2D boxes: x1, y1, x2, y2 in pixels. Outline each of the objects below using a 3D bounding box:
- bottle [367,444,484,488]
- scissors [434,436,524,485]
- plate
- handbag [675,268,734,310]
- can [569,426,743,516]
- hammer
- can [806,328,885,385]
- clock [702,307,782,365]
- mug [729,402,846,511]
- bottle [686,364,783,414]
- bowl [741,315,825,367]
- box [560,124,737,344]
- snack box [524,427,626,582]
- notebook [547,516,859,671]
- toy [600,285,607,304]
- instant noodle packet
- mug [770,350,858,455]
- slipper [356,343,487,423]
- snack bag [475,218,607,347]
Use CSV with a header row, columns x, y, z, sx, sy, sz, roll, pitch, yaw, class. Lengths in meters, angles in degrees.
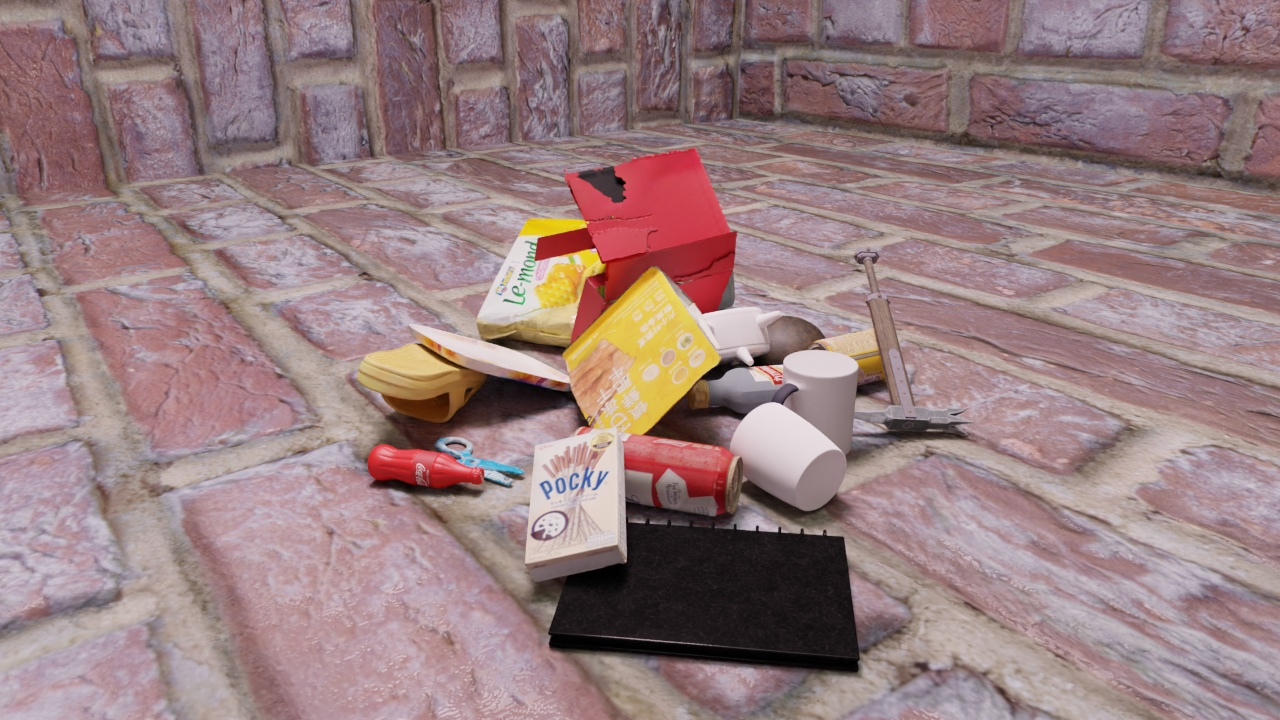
x,y,z,sx,sy,sz,roll,pitch,yaw,class
-0.215,0.109,0.927,0.119,0.036,0.036,6,23,14,bottle
-0.185,0.112,0.957,0.141,0.014,0.090,19,27,37,scissors
-0.184,-0.001,1.138,0.186,0.016,0.187,16,5,-40,plate
0.082,-0.132,1.440,0.067,0.106,0.122,-21,30,-36,handbag
0.011,0.107,0.887,0.170,0.067,0.067,7,23,17,can
0.296,-0.038,1.129,0.147,0.028,0.316,2,45,-1,hammer
0.265,0.000,1.153,0.105,0.068,0.068,-11,24,-24,can
0.100,-0.018,1.168,0.125,0.073,0.161,-9,-6,-20,clock
0.157,0.101,0.907,0.114,0.081,0.088,22,9,-43,mug
0.137,0.035,1.094,0.161,0.046,0.072,-4,22,-9,bottle
0.196,-0.030,1.243,0.121,0.056,0.121,0,22,0,bowl
0.017,-0.141,1.182,0.210,0.316,0.124,-18,29,-32,box
-0.055,0.123,0.807,0.082,0.026,0.149,-15,35,8,snack box
0.055,0.185,0.758,0.231,0.019,0.168,2,23,7,notebook
-0.077,-0.100,1.425,0.124,0.097,0.131,3,3,-7,toy
0.006,0.009,1.021,0.163,0.084,0.221,-42,26,10,instant noodle packet
0.179,0.051,0.983,0.111,0.097,0.079,-17,27,-36,mug
-0.251,0.031,1.060,0.099,0.078,0.263,17,4,6,slipper
-0.124,-0.117,1.347,0.160,0.068,0.246,5,52,20,snack bag
